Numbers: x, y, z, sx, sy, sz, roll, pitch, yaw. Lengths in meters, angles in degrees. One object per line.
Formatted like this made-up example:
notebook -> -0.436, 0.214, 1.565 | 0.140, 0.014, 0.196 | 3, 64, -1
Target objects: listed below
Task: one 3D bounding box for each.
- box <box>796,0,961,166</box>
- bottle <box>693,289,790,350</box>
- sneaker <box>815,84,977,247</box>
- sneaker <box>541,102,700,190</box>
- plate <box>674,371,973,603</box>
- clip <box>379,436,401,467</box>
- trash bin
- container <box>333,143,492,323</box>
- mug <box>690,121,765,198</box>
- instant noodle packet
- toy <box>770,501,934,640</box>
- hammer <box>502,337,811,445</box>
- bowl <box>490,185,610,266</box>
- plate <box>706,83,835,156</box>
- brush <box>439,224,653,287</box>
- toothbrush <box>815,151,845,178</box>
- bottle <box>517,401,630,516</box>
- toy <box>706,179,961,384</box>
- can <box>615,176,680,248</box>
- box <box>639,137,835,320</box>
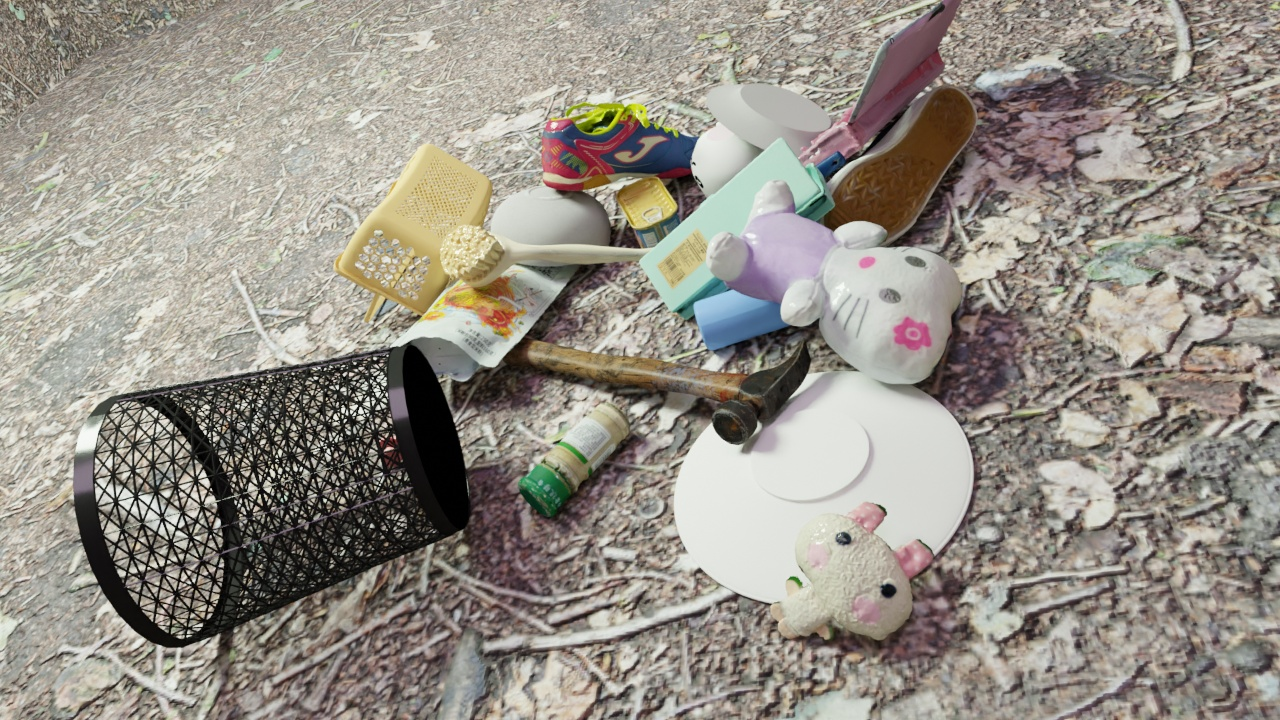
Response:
box -> 0.257, -0.280, 0.939 | 0.055, 0.181, 0.232 | 44, 52, 4
bottle -> 0.117, -0.051, 0.842 | 0.131, 0.048, 0.048 | -18, 39, 9
sneaker -> 0.245, -0.181, 0.920 | 0.235, 0.087, 0.079 | -46, 8, -20
sneaker -> -0.006, -0.252, 1.047 | 0.241, 0.091, 0.116 | -19, 27, -40
plate -> 0.131, 0.080, 0.699 | 0.230, 0.030, 0.228 | -15, 39, 12
clip -> -0.227, 0.082, 0.893 | 0.057, 0.022, 0.035 | -27, 35, -6
trash bin -> -0.287, 0.098, 0.770 | 0.243, 0.217, 0.216 | -16, 39, 0
container -> -0.269, -0.142, 1.103 | 0.167, 0.129, 0.182 | -49, 16, 44
mug -> 0.100, -0.233, 1.038 | 0.090, 0.076, 0.123 | -18, 39, 8
instant noodle packet -> -0.159, -0.074, 0.992 | 0.147, 0.057, 0.268 | 4, 36, 18
toy -> 0.137, 0.142, 0.603 | 0.112, 0.050, 0.087 | -34, 70, -8
hammer -> -0.005, 0.005, 0.843 | 0.331, 0.033, 0.119 | 9, 37, 42
bowl -> -0.101, -0.159, 1.033 | 0.132, 0.064, 0.131 | -1, 27, 0
plate -> 0.158, -0.275, 1.024 | 0.172, 0.019, 0.172 | 12, 39, -10
brush -> -0.071, -0.108, 0.946 | 0.272, 0.062, 0.077 | -1, -2, 0
toothbrush -> 0.124, -0.155, 0.928 | 0.190, 0.016, 0.017 | -31, 23, 32
bottle -> -0.054, 0.082, 0.785 | 0.043, 0.043, 0.109 | 20, 56, 42
toy -> 0.163, -0.060, 0.767 | 0.209, 0.086, 0.137 | 31, 55, 19
can -> 0.015, -0.151, 1.003 | 0.054, 0.059, 0.099 | -24, 38, 0
box -> 0.083, -0.126, 0.869 | 0.189, 0.079, 0.077 | -37, 34, 25
